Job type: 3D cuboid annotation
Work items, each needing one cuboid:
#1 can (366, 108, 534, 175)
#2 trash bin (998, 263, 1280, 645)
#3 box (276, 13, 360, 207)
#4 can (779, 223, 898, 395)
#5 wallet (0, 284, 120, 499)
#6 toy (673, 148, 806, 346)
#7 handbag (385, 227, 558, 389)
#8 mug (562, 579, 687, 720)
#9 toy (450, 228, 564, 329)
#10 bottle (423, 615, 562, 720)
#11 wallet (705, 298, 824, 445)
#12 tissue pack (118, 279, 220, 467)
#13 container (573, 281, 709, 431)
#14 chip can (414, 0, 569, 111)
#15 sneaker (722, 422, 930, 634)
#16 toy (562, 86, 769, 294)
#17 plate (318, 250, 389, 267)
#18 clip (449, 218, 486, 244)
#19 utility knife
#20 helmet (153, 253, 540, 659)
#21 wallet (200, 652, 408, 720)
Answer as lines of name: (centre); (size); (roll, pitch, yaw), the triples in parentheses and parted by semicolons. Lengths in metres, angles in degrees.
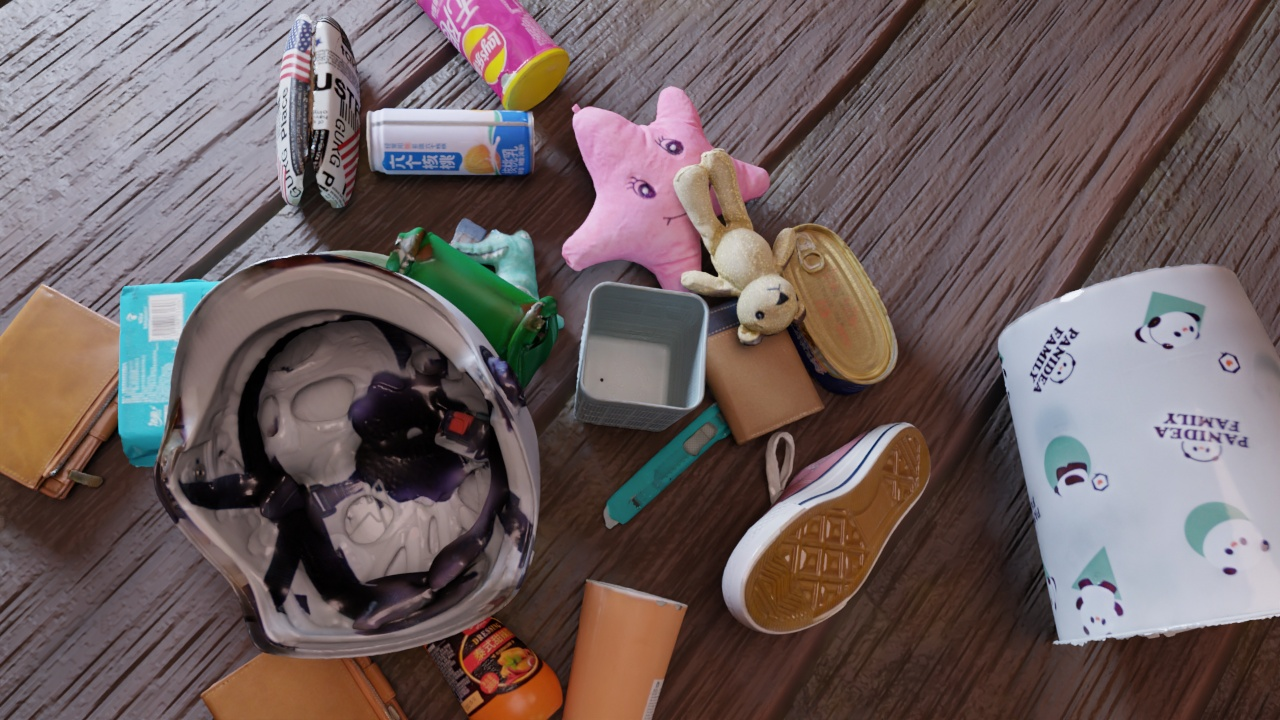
can: (-0.157, -0.182, 0.767); (0.134, 0.053, 0.053); (-2, 75, -11)
trash bin: (0.406, 0.077, 0.714); (0.229, 0.230, 0.251); (-5, 71, -11)
box: (-0.276, -0.205, 0.747); (0.082, 0.075, 0.163); (-2, 77, 1)
can: (0.161, -0.043, 0.787); (0.074, 0.049, 0.148); (-24, 80, -16)
wallet: (-0.427, 0.024, 0.671); (0.119, 0.035, 0.130); (29, 73, -1)
toy: (0.079, -0.092, 0.732); (0.105, 0.066, 0.157); (-27, 94, -16)
handbag: (-0.128, -0.033, 0.669); (0.131, 0.120, 0.067); (30, 64, 0)
mug: (-0.017, 0.229, 0.670); (0.078, 0.078, 0.122); (15, 78, -6)
toy: (-0.110, -0.069, 0.754); (0.096, 0.030, 0.091); (3, 70, -28)
bottle: (-0.123, 0.208, 0.664); (0.066, 0.067, 0.149); (-40, 78, -18)
wallet: (0.094, 0.004, 0.765); (0.090, 0.033, 0.115); (-21, 78, -23)
tissue pack: (-0.318, 0.008, 0.658); (0.093, 0.050, 0.133); (-4, 75, -12)
container: (-0.004, 0.004, 0.712); (0.090, 0.112, 0.090); (7, 73, -7)
chip can: (-0.155, -0.315, 0.796); (0.071, 0.071, 0.210); (-39, 84, -18)
sneaker: (0.134, 0.124, 0.718); (0.240, 0.088, 0.118); (-35, 106, -37)
toy: (0.005, -0.144, 0.771); (0.178, 0.075, 0.194); (40, 70, -10)
plate: (-0.228, 0.025, 0.711); (0.230, 0.027, 0.230); (2, 74, -9)
clip: (-0.152, -0.090, 0.760); (0.026, 0.038, 0.058); (34, 74, -2)
utility knife: (0.029, 0.081, 0.748); (0.157, 0.013, 0.029); (-41, 85, -17)
helmet: (-0.173, 0.053, 0.606); (0.229, 0.145, 0.258); (-21, 99, 7)
wallet: (-0.226, 0.257, 0.645); (0.107, 0.031, 0.132); (-35, 84, -14)
